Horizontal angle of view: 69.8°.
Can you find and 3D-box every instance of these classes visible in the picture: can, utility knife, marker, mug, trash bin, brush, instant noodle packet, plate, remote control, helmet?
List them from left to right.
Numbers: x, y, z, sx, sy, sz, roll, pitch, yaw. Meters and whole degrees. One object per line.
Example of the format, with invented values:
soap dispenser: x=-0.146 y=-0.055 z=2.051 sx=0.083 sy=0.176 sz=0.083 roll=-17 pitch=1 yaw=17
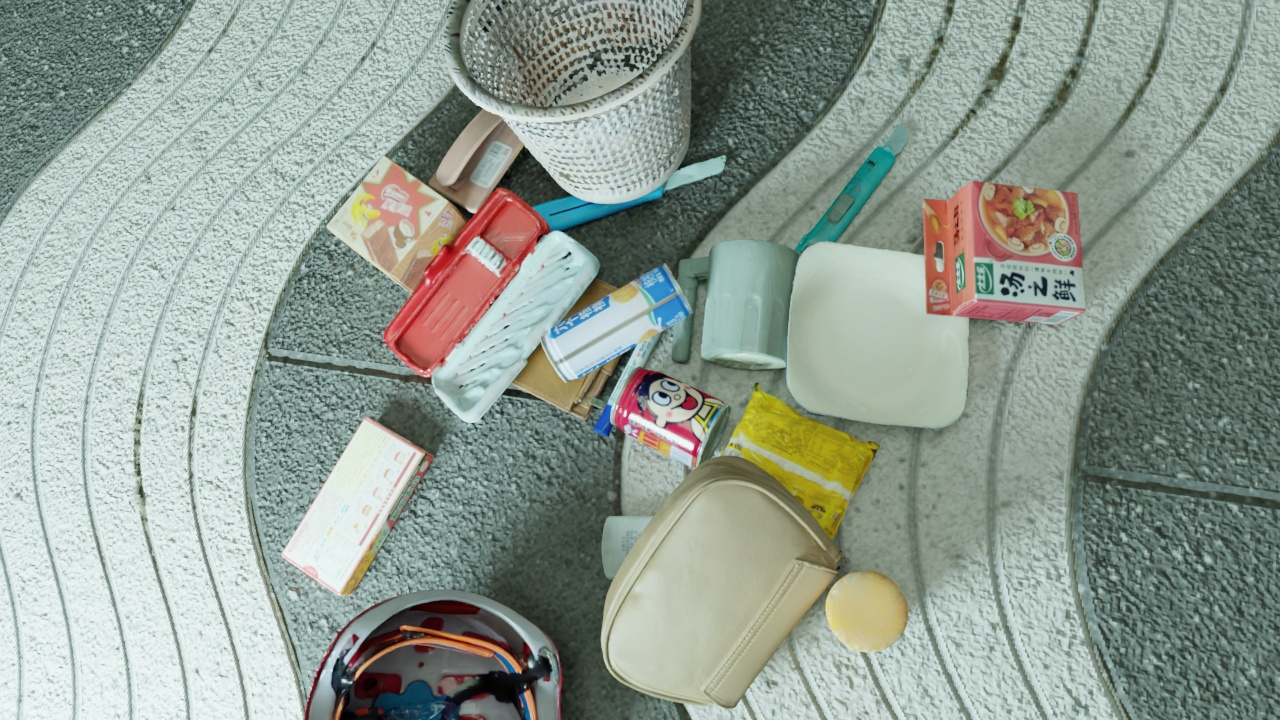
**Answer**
helmet: x=-0.176 y=0.314 z=0.758 sx=0.206 sy=0.144 sz=0.239 roll=8 pitch=72 yaw=-24
brush: x=-0.152 y=-0.223 z=0.938 sx=0.063 sy=0.073 sz=0.145 roll=32 pitch=82 yaw=18
trash bin: x=-0.041 y=-0.258 z=0.852 sx=0.228 sy=0.192 sz=0.227 roll=-5 pitch=65 yaw=11
can: x=-0.022 y=-0.033 z=0.838 sx=0.134 sy=0.053 sz=0.053 roll=-30 pitch=72 yaw=4
utility knife: x=-0.012 y=-0.169 z=0.926 sx=0.208 sy=0.018 sz=0.034 roll=-17 pitch=73 yaw=5
marker: x=-0.005 y=0.005 z=0.876 sx=0.017 sy=0.017 sz=0.145 roll=24 pitch=79 yaw=16
can: x=0.027 y=0.051 z=0.835 sx=0.094 sy=0.066 sz=0.066 roll=25 pitch=82 yaw=16
remote control: x=0.040 y=0.169 z=0.826 sx=0.150 sy=0.021 sz=0.058 roll=-1 pitch=78 yaw=11
mug: x=0.084 y=-0.048 z=0.851 sx=0.124 sy=0.083 sz=0.103 roll=-3 pitch=75 yaw=38
instant noodle packet: x=0.130 y=0.093 z=0.817 sx=0.128 sy=0.044 sz=0.110 roll=27 pitch=76 yaw=13
utility knife: x=0.202 y=-0.157 z=0.882 sx=0.029 sy=0.013 sz=0.178 roll=36 pitch=85 yaw=16
can: x=0.176 y=0.197 z=0.727 sx=0.058 sy=0.146 sz=0.058 roll=-3 pitch=75 yaw=10
plate: x=0.210 y=-0.020 z=0.821 sx=0.164 sy=0.034 sz=0.163 roll=8 pitch=75 yaw=-2

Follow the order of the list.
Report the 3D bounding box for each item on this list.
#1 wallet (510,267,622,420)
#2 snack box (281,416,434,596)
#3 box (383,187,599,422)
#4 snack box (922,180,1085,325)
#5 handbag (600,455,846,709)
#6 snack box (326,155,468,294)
wallet: x=-0.064 y=-0.018 z=0.888 sx=0.119 sy=0.035 sz=0.130 roll=26 pitch=84 yaw=15
snack box: x=-0.275 y=0.141 z=0.893 sx=0.077 sy=0.027 sz=0.155 roll=28 pitch=83 yaw=17
box: x=-0.147 y=-0.055 z=0.898 sx=0.161 sy=0.050 sz=0.201 roll=40 pitch=92 yaw=25
snack box: x=0.319 y=-0.095 z=0.809 sx=0.127 sy=0.044 sz=0.113 roll=4 pitch=76 yaw=-7
handbag: x=0.061 y=0.184 z=0.759 sx=0.148 sy=0.099 sz=0.205 roll=33 pitch=103 yaw=-4
snack box: x=-0.241 y=-0.134 z=0.930 sx=0.093 sy=0.077 sz=0.094 roll=36 pitch=85 yaw=17
